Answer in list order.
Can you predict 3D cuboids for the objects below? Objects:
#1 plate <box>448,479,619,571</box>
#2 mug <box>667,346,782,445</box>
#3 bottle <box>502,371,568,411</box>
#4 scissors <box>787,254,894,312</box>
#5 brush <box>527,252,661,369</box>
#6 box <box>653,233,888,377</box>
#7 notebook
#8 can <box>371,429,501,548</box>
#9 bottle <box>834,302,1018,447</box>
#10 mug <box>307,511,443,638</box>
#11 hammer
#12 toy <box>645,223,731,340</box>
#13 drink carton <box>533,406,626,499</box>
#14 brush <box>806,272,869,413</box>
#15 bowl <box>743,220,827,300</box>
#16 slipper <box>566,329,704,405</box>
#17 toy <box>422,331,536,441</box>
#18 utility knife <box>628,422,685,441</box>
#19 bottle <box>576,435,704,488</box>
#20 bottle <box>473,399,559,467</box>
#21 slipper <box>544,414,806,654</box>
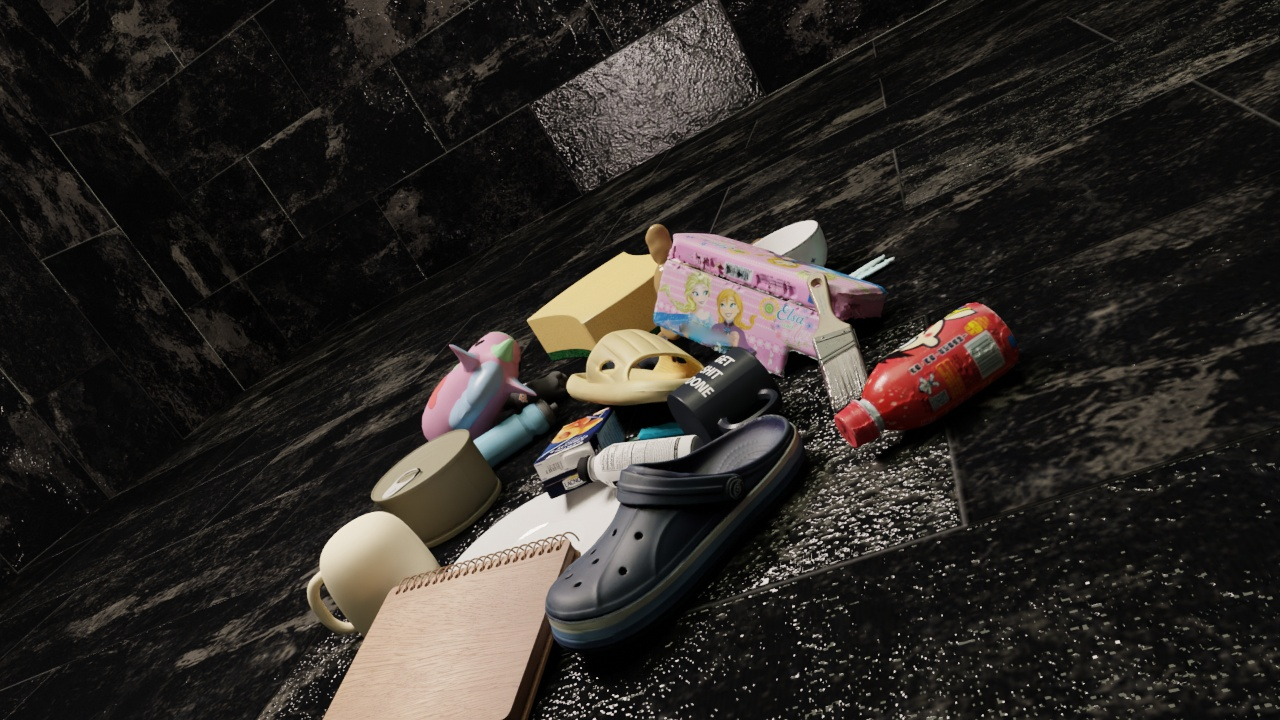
[{"bbox_3d":[-0.096,0.176,0.826,0.209,0.015,0.208,-28,17,9],"label":"plate"},{"bbox_3d":[0.082,0.040,0.812,0.077,0.071,0.105,-36,21,-14],"label":"mug"},{"bbox_3d":[-0.145,0.046,1.233,0.110,0.036,0.036,-21,20,29],"label":"bottle"},{"bbox_3d":[0.204,-0.077,1.034,0.179,0.016,0.105,-35,17,-12],"label":"scissors"},{"bbox_3d":[-0.033,-0.079,1.327,0.194,0.075,0.250,-37,18,-20],"label":"brush"},{"bbox_3d":[0.126,-0.056,0.951,0.230,0.106,0.086,25,22,39],"label":"box"},{"bbox_3d":[-0.151,0.225,0.728,0.211,0.022,0.168,-21,31,30],"label":"notebook"},{"bbox_3d":[-0.228,0.145,1.036,0.128,0.073,0.127,-28,17,9],"label":"can"},{"bbox_3d":[0.208,0.016,0.685,0.137,0.062,0.062,-32,17,-7],"label":"bottle"},{"bbox_3d":[-0.263,0.206,0.880,0.120,0.100,0.096,-33,17,-5],"label":"mug"},{"bbox_3d":[0.083,-0.076,1.201,0.130,0.040,0.320,-17,21,49],"label":"hammer"},{"bbox_3d":[0.063,-0.095,1.087,0.106,0.134,0.108,-10,-1,25],"label":"toy"},{"bbox_3d":[-0.058,0.090,0.917,0.064,0.040,0.130,-24,8,13],"label":"drink carton"},{"bbox_3d":[0.171,-0.020,0.812,0.039,0.012,0.151,-19,51,13],"label":"brush"},{"bbox_3d":[0.174,-0.113,1.096,0.113,0.063,0.113,-29,17,10],"label":"bowl"},{"bbox_3d":[-0.006,0.006,0.997,0.111,0.079,0.262,-3,0,-26],"label":"slipper"},{"bbox_3d":[-0.221,0.057,1.180,0.222,0.120,0.171,-58,11,6],"label":"toy"},{"bbox_3d":[0.029,0.068,0.920,0.125,0.015,0.022,-16,19,47],"label":"utility knife"},{"bbox_3d":[-0.001,0.092,0.817,0.116,0.041,0.041,-8,25,23],"label":"bottle"},{"bbox_3d":[-0.156,0.091,1.122,0.130,0.040,0.040,-33,17,-7],"label":"bottle"},{"bbox_3d":[0.019,0.111,0.691,0.252,0.095,0.105,-36,20,-27],"label":"slipper"}]
